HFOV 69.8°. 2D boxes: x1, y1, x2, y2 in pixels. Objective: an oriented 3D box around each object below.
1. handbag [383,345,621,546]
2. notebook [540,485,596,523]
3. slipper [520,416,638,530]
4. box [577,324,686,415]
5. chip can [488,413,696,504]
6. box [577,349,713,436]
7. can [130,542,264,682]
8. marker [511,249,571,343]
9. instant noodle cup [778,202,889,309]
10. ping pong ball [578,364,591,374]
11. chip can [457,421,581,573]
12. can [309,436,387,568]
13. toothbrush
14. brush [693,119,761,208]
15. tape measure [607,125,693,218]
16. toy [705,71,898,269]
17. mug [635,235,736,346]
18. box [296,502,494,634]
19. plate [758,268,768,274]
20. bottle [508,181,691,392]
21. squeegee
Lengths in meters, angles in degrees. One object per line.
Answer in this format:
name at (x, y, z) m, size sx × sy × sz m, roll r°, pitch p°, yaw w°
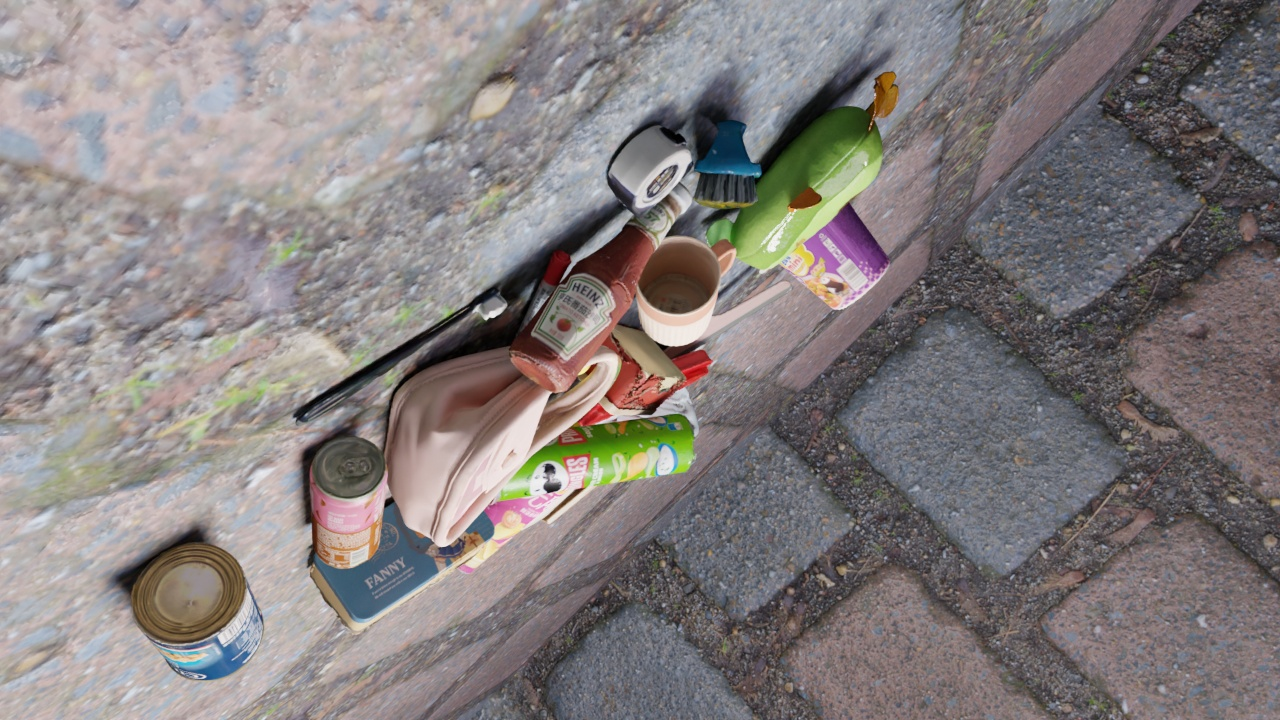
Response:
handbag at (-0.112, 0.053, 0.829) m, size 0.233 × 0.093 × 0.194 m, roll -31°, pitch 162°, yaw -36°
notebook at (-0.087, 0.179, 1.313) m, size 0.149 × 0.012 × 0.212 m, roll -39°, pitch -177°, yaw -14°
slipper at (-0.081, 0.125, 1.213) m, size 0.273 × 0.054 × 0.114 m, roll -38°, pitch 167°, yaw -38°
box at (-0.006, 0.006, 0.999) m, size 0.076 × 0.091 × 0.168 m, roll -43°, pitch 166°, yaw 11°
chip can at (-0.056, 0.103, 0.995) m, size 0.235 × 0.072 × 0.072 m, roll -5°, pitch 148°, yaw -26°
box at (0.012, 0.071, 1.171) m, size 0.200 × 0.098 × 0.119 m, roll -20°, pitch 166°, yaw -40°
can at (-0.326, 0.188, 0.683) m, size 0.075 × 0.075 × 0.111 m, roll -35°, pitch 163°, yaw -30°
marker at (-0.091, -0.039, 0.789) m, size 0.017 × 0.017 × 0.146 m, roll -30°, pitch 161°, yaw -42°
instant noodle cup at (0.220, -0.119, 1.041) m, size 0.111 × 0.099 × 0.111 m, roll -44°, pitch -172°, yaw 7°
ping pong ball at (-0.066, -0.005, 0.905) m, size 0.040 × 0.040 × 0.040 m, roll -40°, pitch 166°, yaw -13°
chip can at (-0.143, 0.158, 1.077) m, size 0.210 × 0.071 × 0.071 m, roll -40°, pitch 166°, yaw 5°
can at (-0.240, 0.120, 0.754) m, size 0.057 × 0.058 × 0.148 m, roll -34°, pitch 163°, yaw -33°
toothbrush at (-0.173, -0.002, 0.676) m, size 0.180 × 0.018 × 0.016 m, roll -35°, pitch 167°, yaw -25°
brush at (0.074, -0.165, 0.773) m, size 0.143 × 0.055 × 0.073 m, roll -54°, pitch 149°, yaw -78°
tape measure at (0.007, -0.148, 0.709) m, size 0.066 × 0.033 × 0.066 m, roll -45°, pitch 168°, yaw 0°
toy at (0.179, -0.187, 0.943) m, size 0.247 × 0.090 × 0.226 m, roll -46°, pitch -179°, yaw 22°
mug at (0.048, -0.076, 0.927) m, size 0.114 × 0.081 × 0.106 m, roll -39°, pitch 167°, yaw -10°
box at (-0.238, 0.190, 0.903) m, size 0.183 × 0.090 × 0.061 m, roll -33°, pitch 169°, yaw -41°
plate at (0.206, -0.190, 1.129) m, size 0.164 × 0.034 × 0.164 m, roll -35°, pitch 164°, yaw -28°
bottle at (-0.026, -0.067, 0.752) m, size 0.205 × 0.060 × 0.060 m, roll -54°, pitch 169°, yaw -18°
squeegee at (0.076, -0.072, 1.101) m, size 0.247 × 0.040 × 0.250 m, roll -31°, pitch 166°, yaw -1°
